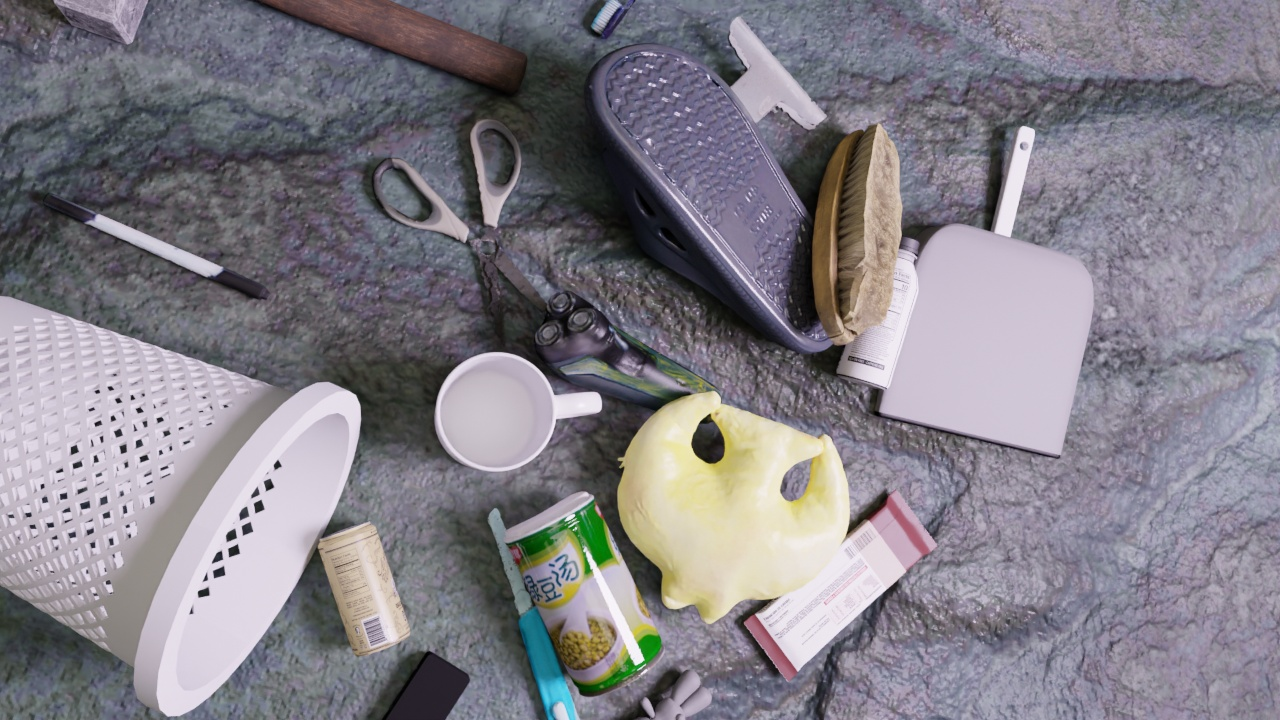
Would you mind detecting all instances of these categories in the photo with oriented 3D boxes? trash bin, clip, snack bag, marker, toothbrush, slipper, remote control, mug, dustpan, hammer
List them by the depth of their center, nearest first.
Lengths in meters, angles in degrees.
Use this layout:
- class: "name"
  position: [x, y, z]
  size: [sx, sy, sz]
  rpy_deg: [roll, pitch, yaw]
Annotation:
- class: "trash bin"
  position: [-0.299, 0.065, 0.521]
  size: [0.199, 0.196, 0.195]
  rpy_deg: [25, 79, 0]
- class: "remote control"
  position: [-0.170, 0.267, 0.607]
  size: [0.034, 0.013, 0.150]
  rpy_deg: [36, 78, -11]
- class: "marker"
  position: [-0.320, -0.074, 0.610]
  size: [0.152, 0.011, 0.011]
  rpy_deg: [24, 79, -9]
- class: "mug"
  position: [-0.081, 0.034, 0.611]
  size: [0.110, 0.091, 0.073]
  rpy_deg: [-6, 85, -13]
- class: "hammer"
  position: [-0.215, -0.287, 0.643]
  size: [0.300, 0.037, 0.217]
  rpy_deg: [17, 81, -11]
- class: "slipper"
  position: [0.051, -0.111, 0.671]
  size: [0.268, 0.083, 0.110]
  rpy_deg: [47, 61, -22]
- class: "snack bag"
  position: [0.152, 0.168, 0.691]
  size: [0.157, 0.013, 0.057]
  rpy_deg: [-38, 91, -14]
- class: "toothbrush"
  position: [0.020, -0.321, 0.711]
  size: [0.017, 0.016, 0.188]
  rpy_deg: [35, 78, 3]
- class: "clip"
  position: [0.096, -0.212, 0.712]
  size: [0.102, 0.052, 0.057]
  rpy_deg: [48, 48, -4]
- class: "dustpan"
  position: [0.288, -0.064, 0.740]
  size: [0.163, 0.033, 0.257]
  rpy_deg: [13, 90, -11]

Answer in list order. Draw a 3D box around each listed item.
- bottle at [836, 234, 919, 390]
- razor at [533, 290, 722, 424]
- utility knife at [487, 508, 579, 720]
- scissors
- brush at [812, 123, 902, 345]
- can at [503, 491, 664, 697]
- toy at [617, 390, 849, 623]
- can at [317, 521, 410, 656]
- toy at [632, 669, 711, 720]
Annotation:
- class: "bottle"
  position: [0.185, -0.038, 0.697]
  size: [0.041, 0.041, 0.116]
  rpy_deg: [17, 90, -11]
- class: "razor"
  position: [-0.004, 0.004, 0.647]
  size: [0.151, 0.067, 0.053]
  rpy_deg: [27, 67, -17]
- class: "utility knife"
  position: [-0.072, 0.187, 0.636]
  size: [0.022, 0.015, 0.179]
  rpy_deg: [-17, 89, -14]
- class: "scissors"
  position: [-0.117, -0.100, 0.657]
  size: [0.157, 0.013, 0.165]
  rpy_deg: [22, 80, -8]
- class: "brush"
  position: [0.161, -0.097, 0.677]
  size: [0.059, 0.043, 0.195]
  rpy_deg: [36, 53, -34]
- class: "can"
  position: [-0.038, 0.156, 0.621]
  size: [0.067, 0.067, 0.121]
  rpy_deg: [-26, 90, -14]
- class: "toy"
  position: [0.060, 0.107, 0.647]
  size: [0.170, 0.064, 0.155]
  rpy_deg: [22, 91, -6]
- class: "can"
  position: [-0.182, 0.149, 0.604]
  size: [0.038, 0.038, 0.079]
  rpy_deg: [-19, 89, -14]
- class: "toy"
  position: [0.003, 0.263, 0.639]
  size: [0.111, 0.030, 0.049]
  rpy_deg: [-38, 108, -19]
